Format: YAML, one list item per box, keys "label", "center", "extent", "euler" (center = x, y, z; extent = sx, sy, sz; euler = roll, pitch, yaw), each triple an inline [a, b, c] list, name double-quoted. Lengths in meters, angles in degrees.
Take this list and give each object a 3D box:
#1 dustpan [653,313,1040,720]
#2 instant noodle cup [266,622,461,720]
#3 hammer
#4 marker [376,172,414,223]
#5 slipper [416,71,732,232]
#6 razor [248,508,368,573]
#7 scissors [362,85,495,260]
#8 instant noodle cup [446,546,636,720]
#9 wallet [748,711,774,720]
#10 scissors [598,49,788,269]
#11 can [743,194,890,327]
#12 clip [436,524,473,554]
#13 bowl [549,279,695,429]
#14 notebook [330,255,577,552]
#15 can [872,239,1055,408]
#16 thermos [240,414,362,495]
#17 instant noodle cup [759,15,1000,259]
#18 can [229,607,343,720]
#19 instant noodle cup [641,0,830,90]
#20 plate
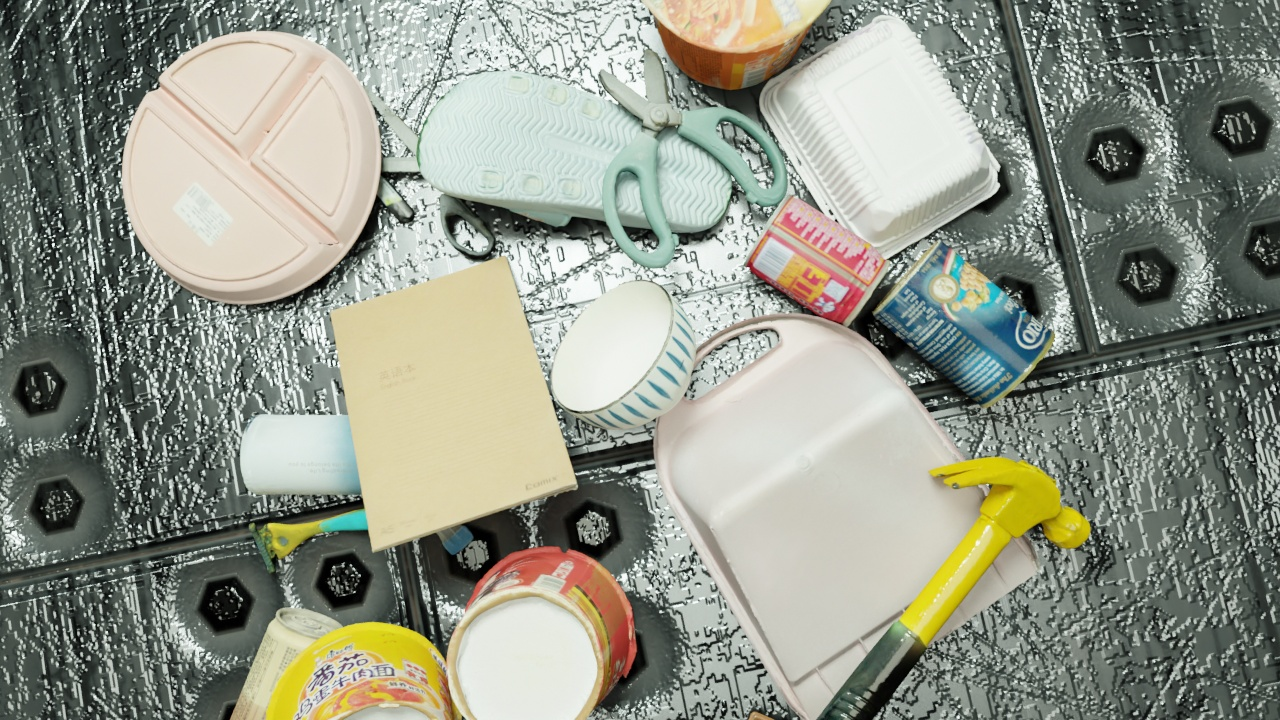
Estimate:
- label: "dustpan"
  center: [0.143, 0.103, 0.717]
  extent: [0.222, 0.139, 0.273]
  euler: [-32, 112, -1]
- label: "instant noodle cup"
  center: [-0.191, 0.270, 0.649]
  extent: [0.138, 0.110, 0.138]
  euler: [-2, 96, -22]
- label: "hammer"
  center: [0.193, 0.195, 0.656]
  extent: [0.128, 0.033, 0.300]
  euler: [38, 91, -21]
- label: "marker"
  center: [-0.230, -0.162, 0.760]
  extent: [0.018, 0.015, 0.124]
  euler: [-41, 87, 0]
- label: "slipper"
  center: [-0.049, -0.154, 0.721]
  extent: [0.245, 0.074, 0.104]
  euler: [11, 81, -12]
- label: "razor"
  center: [-0.241, 0.134, 0.728]
  extent: [0.132, 0.028, 0.043]
  euler: [-13, 108, 6]
- label: "scissors"
  center: [-0.168, -0.156, 0.750]
  extent: [0.181, 0.014, 0.159]
  euler: [-10, 84, -1]
- label: "instant noodle cup"
  center: [-0.077, 0.210, 0.672]
  extent: [0.138, 0.108, 0.138]
  euler: [0, 85, 4]
- label: "wallet"
  center: [0.102, 0.343, 0.686]
  extent: [0.119, 0.035, 0.130]
  euler: [24, 85, 6]
- label: "scissors"
  center: [0.043, -0.153, 0.698]
  extent: [0.180, 0.019, 0.170]
  euler: [-1, 83, -16]
- label: "can"
  center: [0.135, -0.075, 0.703]
  extent: [0.094, 0.066, 0.066]
  euler: [33, 88, 6]
- label: "clip"
  center: [-0.158, 0.128, 0.731]
  extent: [0.024, 0.027, 0.056]
  euler: [-40, 95, 2]
- label: "bowl"
  center: [-0.004, 0.004, 0.695]
  extent: [0.116, 0.116, 0.066]
  euler: [-51, 128, -2]
- label: "notebook"
  center: [-0.147, 0.026, 0.692]
  extent: [0.149, 0.012, 0.211]
  euler: [-18, 61, -4]
- label: "can"
  center: [0.239, -0.028, 0.688]
  extent: [0.111, 0.075, 0.075]
  euler: [41, 89, 6]
- label: "thermos"
  center: [-0.191, 0.073, 0.710]
  extent: [0.220, 0.070, 0.070]
  euler: [0, 85, 5]
- label: "instant noodle cup"
  center: [0.189, -0.179, 0.712]
  extent: [0.138, 0.060, 0.173]
  euler: [-31, 83, 1]
- label: "can"
  center: [-0.275, 0.255, 0.705]
  extent: [0.058, 0.058, 0.116]
  euler: [21, 87, 5]
- label: "instant noodle cup"
  center: [0.072, -0.285, 0.701]
  extent: [0.151, 0.111, 0.151]
  euler: [0, 85, 4]
- label: "plate"
  center: [-0.322, -0.160, 0.745]
  extent: [0.230, 0.028, 0.229]
  euler: [-1, 86, 11]
